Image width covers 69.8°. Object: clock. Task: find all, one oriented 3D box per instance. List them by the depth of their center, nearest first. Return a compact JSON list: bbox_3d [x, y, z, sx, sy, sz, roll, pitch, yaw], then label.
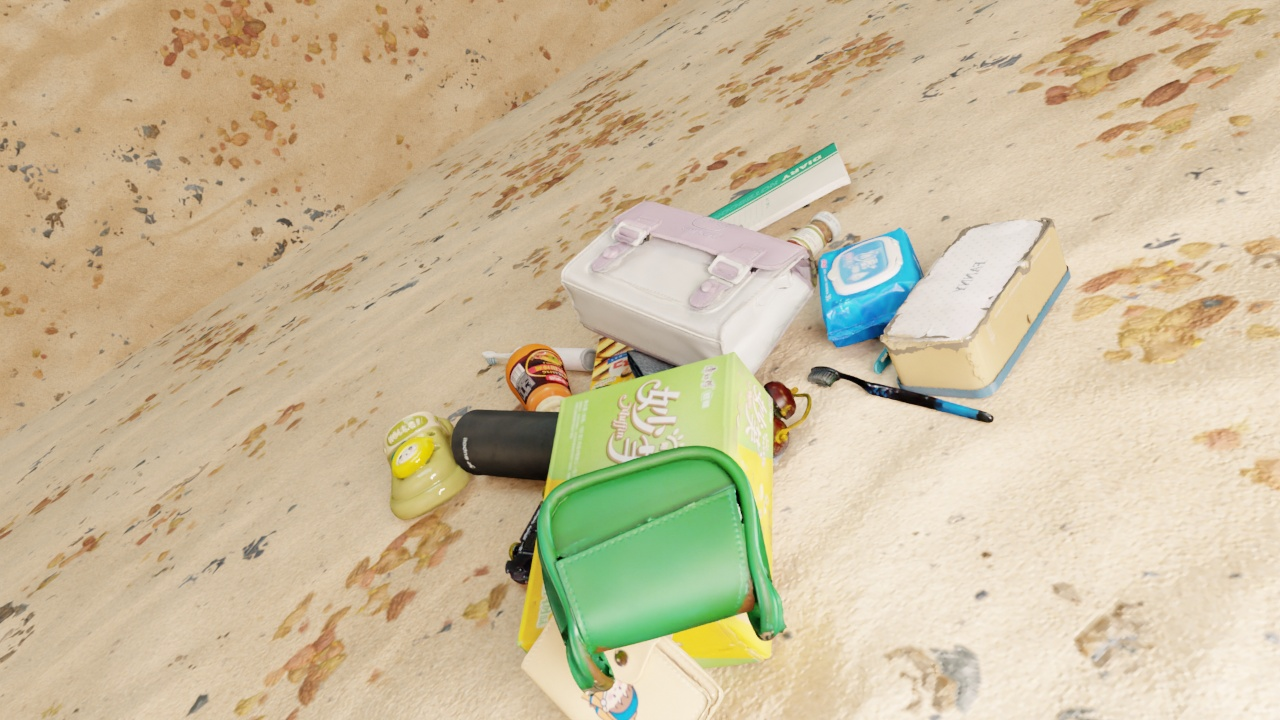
[{"bbox_3d":[0.085,0.055,0.748,0.122,0.055,0.081,-17,28,29],"label":"clock"}]

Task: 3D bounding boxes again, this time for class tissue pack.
[{"bbox_3d":[0.213,-0.072,0.847,0.095,0.052,0.156,-20,27,20],"label":"tissue pack"}]

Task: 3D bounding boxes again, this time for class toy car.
[{"bbox_3d":[-0.075,0.146,0.781,0.049,0.031,0.106,-5,43,42],"label":"toy car"}]

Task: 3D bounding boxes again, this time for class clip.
[{"bbox_3d":[0.217,-0.008,0.773,0.039,0.013,0.055,-5,35,40],"label":"clip"}]

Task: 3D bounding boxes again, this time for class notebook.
[{"bbox_3d":[0.158,-0.197,1.150,0.209,0.012,0.150,-28,22,19],"label":"notebook"}]

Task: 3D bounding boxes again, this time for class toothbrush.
[{"bbox_3d":[0.198,0.027,0.729,0.016,0.014,0.190,-41,28,-19],"label":"toothbrush"},{"bbox_3d":[-0.129,-0.003,1.110,0.221,0.026,0.026,2,29,48],"label":"toothbrush"}]

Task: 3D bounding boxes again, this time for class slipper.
[{"bbox_3d":[-0.243,0.099,0.987,0.091,0.081,0.190,-34,23,-2],"label":"slipper"}]

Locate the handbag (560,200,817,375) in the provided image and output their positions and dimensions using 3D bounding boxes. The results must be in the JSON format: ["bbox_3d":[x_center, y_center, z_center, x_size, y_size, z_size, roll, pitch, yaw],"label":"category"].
[{"bbox_3d":[0.045,-0.074,0.862,0.197,0.098,0.144,24,57,35],"label":"handbag"}]

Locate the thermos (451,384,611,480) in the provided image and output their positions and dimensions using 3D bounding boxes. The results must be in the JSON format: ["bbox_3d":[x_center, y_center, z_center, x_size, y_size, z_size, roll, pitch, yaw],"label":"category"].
[{"bbox_3d":[-0.080,0.069,0.863,0.243,0.090,0.068,-4,4,43],"label":"thermos"}]

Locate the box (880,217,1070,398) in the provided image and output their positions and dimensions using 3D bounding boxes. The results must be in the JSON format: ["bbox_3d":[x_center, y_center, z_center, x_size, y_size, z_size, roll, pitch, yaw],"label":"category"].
[{"bbox_3d":[0.266,-0.041,0.732,0.090,0.060,0.183,5,45,51],"label":"box"}]

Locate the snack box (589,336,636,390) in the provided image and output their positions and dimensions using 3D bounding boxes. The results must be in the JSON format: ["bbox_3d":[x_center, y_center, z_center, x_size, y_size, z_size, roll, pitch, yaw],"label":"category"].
[{"bbox_3d":[-0.006,0.006,0.961,0.087,0.034,0.140,-23,28,16],"label":"snack box"}]

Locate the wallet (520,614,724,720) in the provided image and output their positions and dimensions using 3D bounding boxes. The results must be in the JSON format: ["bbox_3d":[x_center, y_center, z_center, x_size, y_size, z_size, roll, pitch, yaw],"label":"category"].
[{"bbox_3d":[-0.012,0.189,0.550,0.115,0.024,0.087,37,99,31],"label":"wallet"}]

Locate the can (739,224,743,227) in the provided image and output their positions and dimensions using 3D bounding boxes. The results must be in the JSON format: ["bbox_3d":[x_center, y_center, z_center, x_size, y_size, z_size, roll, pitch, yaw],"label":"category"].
[{"bbox_3d":[0.063,-0.094,1.037,0.146,0.058,0.058,-29,26,3],"label":"can"}]

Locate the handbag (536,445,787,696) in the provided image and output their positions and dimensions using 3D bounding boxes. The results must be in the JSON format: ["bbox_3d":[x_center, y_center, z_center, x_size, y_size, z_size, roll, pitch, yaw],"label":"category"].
[{"bbox_3d":[0.008,0.118,0.529,0.131,0.068,0.120,-15,58,-3],"label":"handbag"}]

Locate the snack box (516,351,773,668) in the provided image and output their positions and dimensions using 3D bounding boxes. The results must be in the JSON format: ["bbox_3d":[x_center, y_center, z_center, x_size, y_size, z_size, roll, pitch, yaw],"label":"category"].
[{"bbox_3d":[0.009,0.109,0.651,0.158,0.070,0.209,-16,47,27],"label":"snack box"}]

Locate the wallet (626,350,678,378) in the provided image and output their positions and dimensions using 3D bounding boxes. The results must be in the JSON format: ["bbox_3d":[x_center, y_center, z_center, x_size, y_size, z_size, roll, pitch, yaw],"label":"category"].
[{"bbox_3d":[0.045,0.018,0.849,0.097,0.019,0.120,4,21,-15],"label":"wallet"}]

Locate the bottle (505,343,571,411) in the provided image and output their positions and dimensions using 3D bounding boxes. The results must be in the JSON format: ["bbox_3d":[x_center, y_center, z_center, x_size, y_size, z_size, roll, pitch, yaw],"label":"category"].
[{"bbox_3d":[-0.101,0.037,0.977,0.067,0.067,0.149,-31,33,-2],"label":"bottle"}]

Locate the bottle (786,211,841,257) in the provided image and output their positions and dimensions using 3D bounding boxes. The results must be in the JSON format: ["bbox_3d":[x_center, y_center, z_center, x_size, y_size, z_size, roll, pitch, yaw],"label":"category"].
[{"bbox_3d":[0.132,-0.086,0.951,0.205,0.060,0.060,-41,28,-22],"label":"bottle"}]
